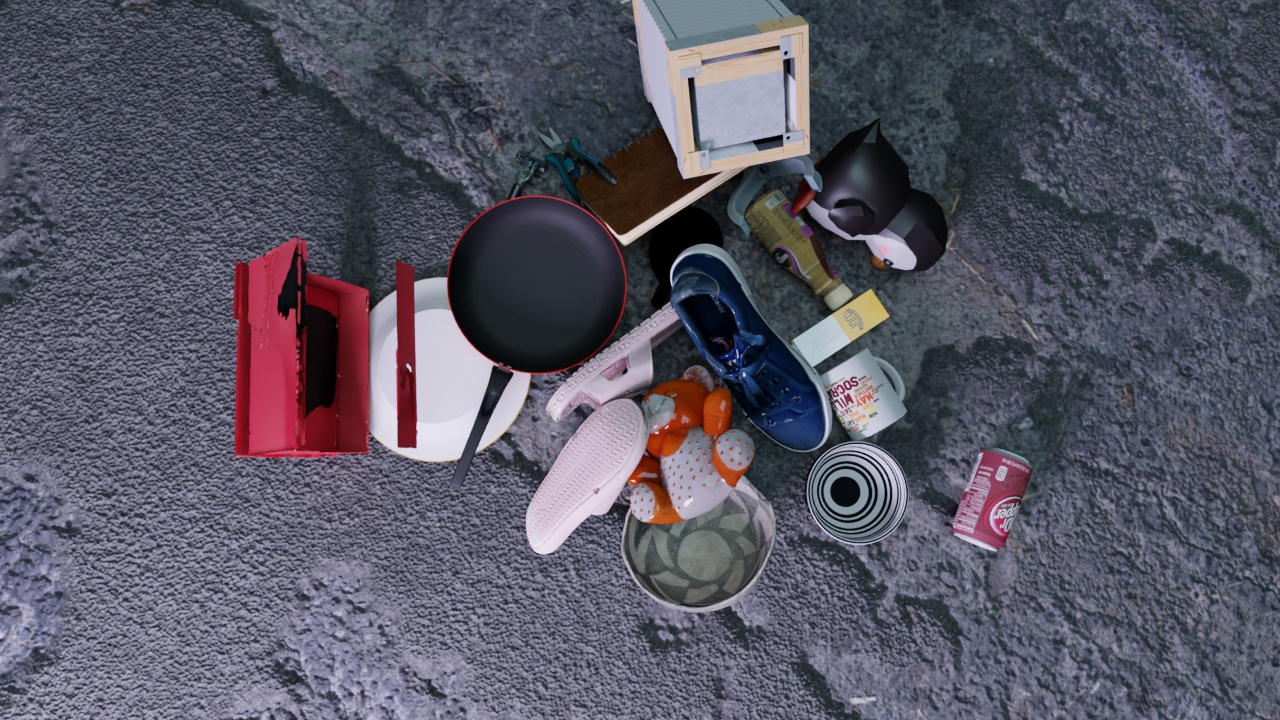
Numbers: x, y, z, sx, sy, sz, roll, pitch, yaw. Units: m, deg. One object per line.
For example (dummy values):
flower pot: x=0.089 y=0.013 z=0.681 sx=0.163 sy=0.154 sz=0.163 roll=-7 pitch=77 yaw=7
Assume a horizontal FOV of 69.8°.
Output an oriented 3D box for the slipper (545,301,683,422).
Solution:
slipper: x=-0.007 y=0.006 z=1.102 sx=0.239 sy=0.094 sz=0.064 roll=-39 pitch=81 yaw=-11

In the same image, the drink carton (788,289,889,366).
drink carton: x=0.237 y=-0.033 z=1.128 sx=0.122 sy=0.058 sz=0.040 roll=-33 pitch=85 yaw=-5

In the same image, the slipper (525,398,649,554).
slipper: x=-0.061 y=0.141 z=1.063 sx=0.055 sy=0.106 sz=0.222 roll=25 pitch=115 yaw=-36

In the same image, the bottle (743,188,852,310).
bottle: x=0.199 y=-0.134 z=1.139 sx=0.059 sy=0.060 sz=0.166 roll=-39 pitch=86 yaw=-6

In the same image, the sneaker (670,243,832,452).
sneaker: x=0.127 y=0.011 z=1.043 sx=0.121 sy=0.127 sz=0.294 roll=-25 pitch=115 yaw=29

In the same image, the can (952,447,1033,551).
can: x=0.424 y=0.167 z=1.107 sx=0.063 sy=0.063 sz=0.114 roll=24 pitch=83 yaw=1

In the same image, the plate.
plate: x=-0.248 y=0.008 z=1.121 sx=0.230 sy=0.021 sz=0.229 roll=-1 pitch=81 yaw=4

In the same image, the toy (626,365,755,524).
toy: x=0.047 y=0.091 z=1.057 sx=0.164 sy=0.092 sz=0.172 roll=-39 pitch=45 yaw=21

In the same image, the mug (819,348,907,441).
mug: x=0.278 y=0.036 z=1.120 sx=0.105 sy=0.074 sz=0.089 roll=-28 pitch=84 yaw=-30

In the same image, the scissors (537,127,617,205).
scissors: x=-0.084 y=-0.243 z=1.134 sx=0.123 sy=0.019 sz=0.148 roll=-2 pitch=59 yaw=15

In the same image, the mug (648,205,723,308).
mug: x=0.045 y=-0.118 z=1.116 sx=0.085 sy=0.094 sz=0.121 roll=27 pitch=83 yaw=2

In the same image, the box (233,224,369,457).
box: x=-0.383 y=-0.003 z=0.983 sx=0.121 sy=0.319 sz=0.211 roll=-1 pitch=82 yaw=-2

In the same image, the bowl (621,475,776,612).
bowl: x=0.072 y=0.217 z=1.072 sx=0.178 sy=0.081 sz=0.178 roll=-8 pitch=52 yaw=10

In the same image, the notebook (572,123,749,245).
notebook: x=0.037 y=-0.240 z=1.116 sx=0.225 sy=0.024 sz=0.167 roll=-33 pitch=43 yaw=-5

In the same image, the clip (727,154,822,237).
clip: x=0.176 y=-0.227 z=1.095 sx=0.159 sy=0.030 sz=0.173 roll=-20 pitch=39 yaw=28

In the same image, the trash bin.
trash bin: x=0.087 y=-0.341 z=1.053 sx=0.142 sy=0.143 sz=0.246 roll=-12 pitch=39 yaw=-3

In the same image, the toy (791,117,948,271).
toy: x=0.300 y=-0.189 z=1.110 sx=0.184 sy=0.158 sz=0.140 roll=38 pitch=126 yaw=-8

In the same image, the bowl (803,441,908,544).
bowl: x=0.253 y=0.158 z=1.102 sx=0.120 sy=0.066 sz=0.120 roll=0 pitch=83 yaw=-1

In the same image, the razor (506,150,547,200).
razor: x=-0.164 y=-0.195 z=1.156 sx=0.043 sy=0.022 sz=0.144 roll=23 pitch=83 yaw=2

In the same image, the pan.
pan: x=-0.149 y=-0.020 z=1.083 sx=0.209 sy=0.067 sz=0.356 roll=22 pitch=87 yaw=-6
